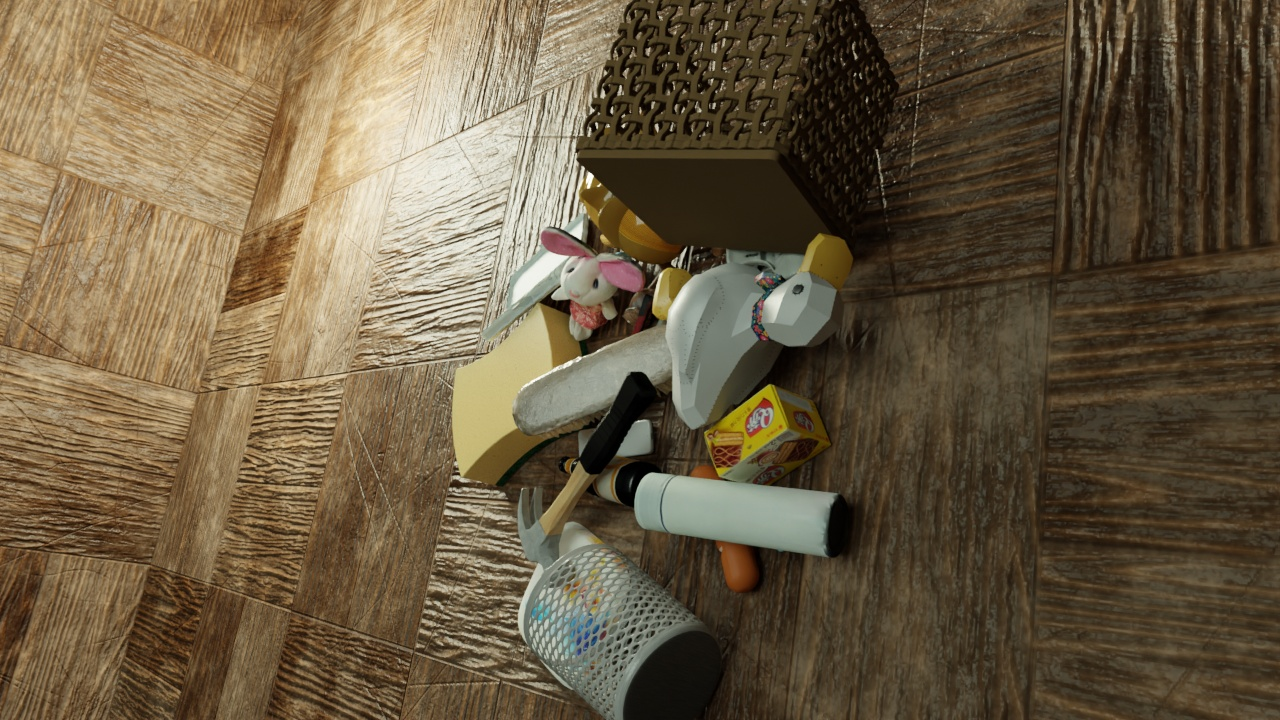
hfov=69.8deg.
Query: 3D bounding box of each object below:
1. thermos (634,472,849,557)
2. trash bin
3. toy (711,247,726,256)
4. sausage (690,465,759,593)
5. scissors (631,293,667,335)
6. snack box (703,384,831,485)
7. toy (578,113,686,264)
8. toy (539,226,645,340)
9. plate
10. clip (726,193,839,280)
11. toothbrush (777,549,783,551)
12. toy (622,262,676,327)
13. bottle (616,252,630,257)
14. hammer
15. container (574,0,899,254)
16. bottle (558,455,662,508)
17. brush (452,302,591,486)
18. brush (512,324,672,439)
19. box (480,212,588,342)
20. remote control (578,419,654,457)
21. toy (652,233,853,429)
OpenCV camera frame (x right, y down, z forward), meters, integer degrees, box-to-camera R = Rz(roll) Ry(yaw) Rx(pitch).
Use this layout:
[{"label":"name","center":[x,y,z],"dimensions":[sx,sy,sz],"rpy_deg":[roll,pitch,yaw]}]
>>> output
[{"label":"thermos","center":[0.104,0.164,0.987],"dimensions":[0.230,0.068,0.067],"rpy_deg":[2,75,32]},{"label":"trash bin","center":[-0.018,0.319,1.038],"dimensions":[0.183,0.156,0.156],"rpy_deg":[27,94,48]},{"label":"toy","center":[0.119,-0.197,1.180],"dimensions":[0.106,0.074,0.085],"rpy_deg":[-22,46,37]},{"label":"sausage","center":[0.097,0.187,1.050],"dimensions":[0.045,0.039,0.164],"rpy_deg":[-42,47,25]},{"label":"scissors","center":[-0.013,0.001,1.250],"dimensions":[0.188,0.015,0.146],"rpy_deg":[-33,87,18]},{"label":"snack box","center":[0.139,0.086,1.012],"dimensions":[0.106,0.083,0.061],"rpy_deg":[-40,49,30]},{"label":"toy","center":[-0.006,-0.208,1.237],"dimensions":[0.203,0.162,0.199],"rpy_deg":[62,142,45]},{"label":"toy","center":[-0.073,-0.103,1.285],"dimensions":[0.084,0.159,0.195],"rpy_deg":[-57,-8,-33]},{"label":"plate","center":[-0.097,0.323,1.229],"dimensions":[0.187,0.016,0.187],"rpy_deg":[29,96,50]},{"label":"clip","center":[0.176,-0.142,1.094],"dimensions":[0.144,0.074,0.124],"rpy_deg":[-19,58,37]},{"label":"toothbrush","center":[0.127,0.154,1.049],"dimensions":[0.016,0.022,0.155],"rpy_deg":[-20,47,-9]},{"label":"toy","center":[0.011,-0.085,1.264],"dimensions":[0.102,0.041,0.054],"rpy_deg":[-46,25,35]},{"label":"bottle","center":[-0.066,-0.123,1.367],"dimensions":[0.130,0.040,0.040],"rpy_deg":[-20,60,43]},{"label":"hammer","center":[-0.071,0.143,1.165],"dimensions":[0.131,0.039,0.329],"rpy_deg":[57,130,34]},{"label":"container","center":[0.111,-0.264,1.015],"dimensions":[0.252,0.219,0.214],"rpy_deg":[9,75,35]},{"label":"bottle","center":[-0.048,0.152,1.214],"dimensions":[0.182,0.059,0.059],"rpy_deg":[7,79,50]},{"label":"brush","center":[-0.185,0.056,1.397],"dimensions":[0.251,0.075,0.194],"rpy_deg":[-35,51,34]},{"label":"brush","center":[-0.046,0.029,1.203],"dimensions":[0.272,0.056,0.083],"rpy_deg":[-24,67,19]},{"label":"box","center":[-0.161,-0.127,1.453],"dimensions":[0.210,0.061,0.192],"rpy_deg":[-36,20,33]},{"label":"remote control","center":[-0.035,0.111,1.250],"dimensions":[0.147,0.008,0.045],"rpy_deg":[-13,77,45]},{"label":"toy","center":[0.112,-0.035,1.022],"dimensions":[0.246,0.141,0.268],"rpy_deg":[-61,27,-1]}]
